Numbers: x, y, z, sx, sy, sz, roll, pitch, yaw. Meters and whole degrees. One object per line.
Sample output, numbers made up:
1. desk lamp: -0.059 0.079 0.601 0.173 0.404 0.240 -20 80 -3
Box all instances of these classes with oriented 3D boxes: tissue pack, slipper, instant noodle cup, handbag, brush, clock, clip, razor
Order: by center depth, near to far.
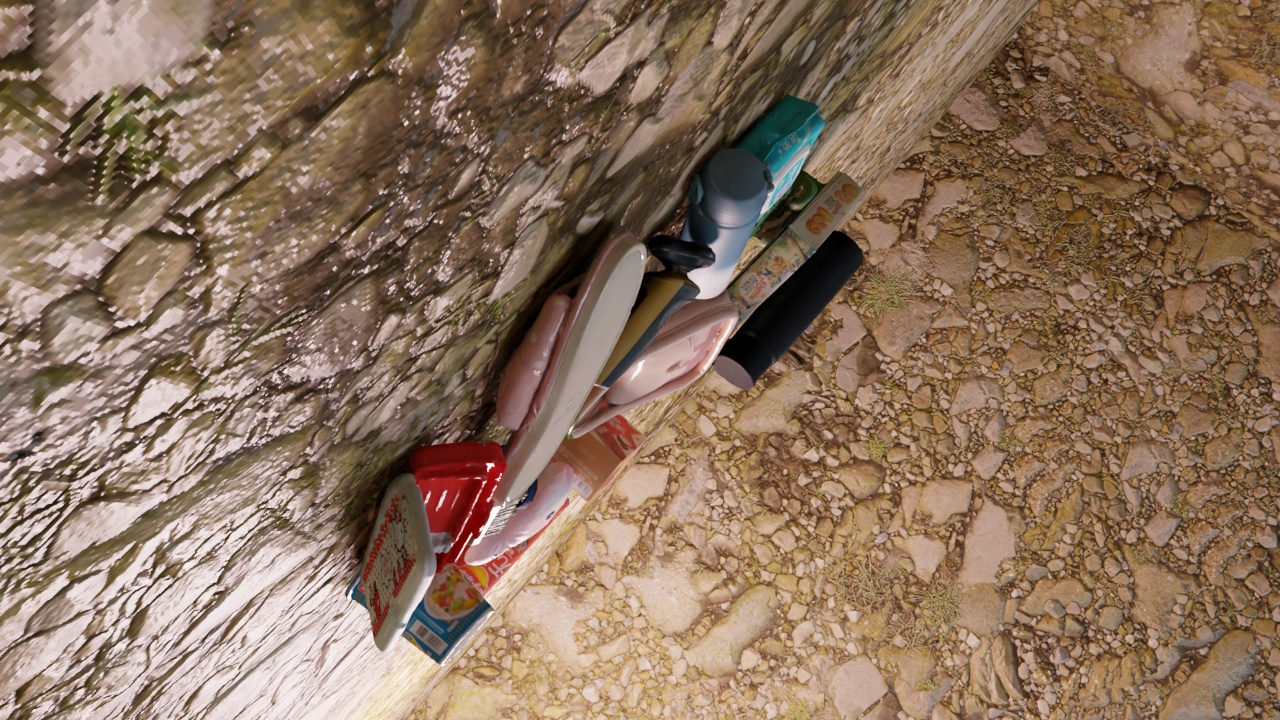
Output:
1. slipper: -0.071 0.008 0.725 0.113 0.054 0.275 -45 165 -54
2. razor: 0.000 -0.044 0.810 0.167 0.067 0.062 -53 -146 -14
3. instant noodle cup: -0.200 0.222 0.858 0.099 0.110 0.099 -47 172 -9
4. brush: -0.159 0.133 0.864 0.073 0.063 0.146 -11 156 -27
5. tissue pack: 0.120 -0.186 0.873 0.093 0.050 0.134 -46 172 -13
6. handbag: -0.006 0.006 1.053 0.233 0.093 0.194 -38 168 -26
7. clip: 0.125 -0.174 1.102 0.104 0.086 0.035 -16 162 -20
8. clock: 0.206 -0.206 1.262 0.116 0.056 0.161 -53 172 23

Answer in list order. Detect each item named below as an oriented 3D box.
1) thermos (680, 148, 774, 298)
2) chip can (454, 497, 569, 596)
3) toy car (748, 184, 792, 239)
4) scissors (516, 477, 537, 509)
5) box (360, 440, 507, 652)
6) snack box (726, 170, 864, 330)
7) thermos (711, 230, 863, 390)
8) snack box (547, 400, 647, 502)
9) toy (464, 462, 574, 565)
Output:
1. thermos: 0.070 -0.124 0.860 0.070 0.070 0.221 -47 172 -15
2. chip can: -0.185 0.239 1.181 0.216 0.073 0.073 -45 172 -28
3. toy car: 0.128 -0.174 1.013 0.091 0.043 0.036 -53 171 26
4. scissors: -0.130 0.119 0.918 0.162 0.012 0.162 -125 -129 -60
5. box: -0.163 0.152 0.730 0.095 0.100 0.202 -4 149 -27
6. snack box: 0.174 -0.130 1.124 0.183 0.046 0.177 -45 -179 44
7. thermos: 0.183 -0.068 1.179 0.242 0.068 0.090 -46 -147 -22
8. snack box: -0.061 0.107 1.151 0.077 0.093 0.094 -52 172 24
9. toy: -0.137 0.180 1.063 0.159 0.054 0.121 -44 176 -6
